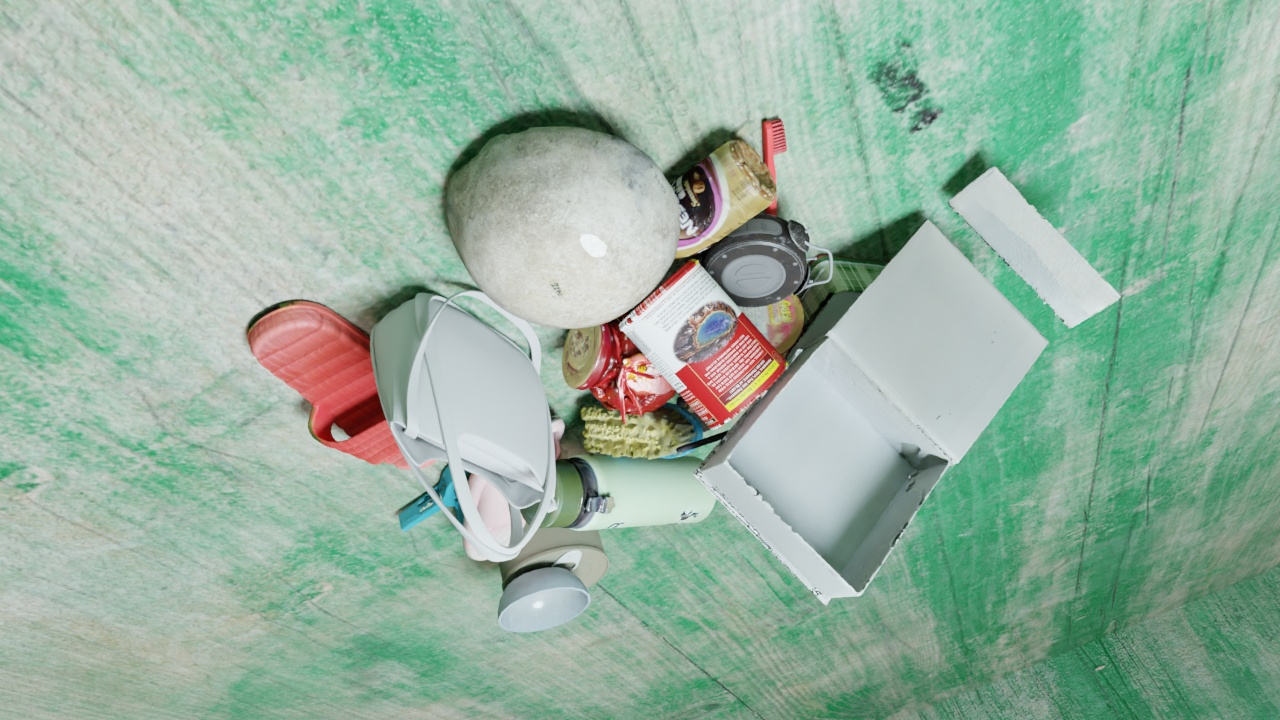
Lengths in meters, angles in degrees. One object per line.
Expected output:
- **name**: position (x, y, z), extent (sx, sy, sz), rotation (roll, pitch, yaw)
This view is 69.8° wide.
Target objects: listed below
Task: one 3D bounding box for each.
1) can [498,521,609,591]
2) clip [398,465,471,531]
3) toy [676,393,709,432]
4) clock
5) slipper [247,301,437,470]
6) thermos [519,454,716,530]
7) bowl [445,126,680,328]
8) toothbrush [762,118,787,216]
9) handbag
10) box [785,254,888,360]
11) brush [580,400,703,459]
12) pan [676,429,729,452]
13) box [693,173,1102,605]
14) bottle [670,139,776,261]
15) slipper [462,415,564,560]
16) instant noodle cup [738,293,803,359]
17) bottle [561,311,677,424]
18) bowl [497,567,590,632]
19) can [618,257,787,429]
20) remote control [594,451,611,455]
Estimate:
- **can**: position (-0.108, 0.226, 1.092), extent (0.127, 0.073, 0.128), rotation (-13, 143, -10)
- **clip**: position (-0.208, 0.142, 0.977), extent (0.102, 0.027, 0.120), rotation (8, 134, -42)
- **toy**: position (0.063, 0.036, 0.941), extent (0.100, 0.063, 0.076), rotation (16, 96, -58)
- **clock**: position (0.103, -0.089, 0.798), extent (0.123, 0.043, 0.091), rotation (-4, 143, 9)
- **slipper**: position (-0.241, 0.040, 0.804), extent (0.103, 0.059, 0.249), rotation (-24, 142, 6)
- **thermos**: position (-0.020, 0.137, 0.950), extent (0.231, 0.082, 0.083), rotation (7, 136, -46)
- **bowl**: position (-0.059, -0.078, 0.679), extent (0.178, 0.081, 0.179), rotation (1, 141, 1)
- **toothbrush**: position (0.119, -0.125, 0.799), extent (0.018, 0.012, 0.213), rotation (-18, 144, -3)
- **handbag**: position (-0.122, 0.063, 0.750), extent (0.096, 0.222, 0.215), rotation (-33, 142, 18)
- **box**: position (0.239, -0.045, 0.930), extent (0.205, 0.051, 0.118), rotation (1, 141, -26)
- **brush**: position (0.010, 0.067, 0.906), extent (0.136, 0.055, 0.075), rotation (1, -175, 43)
- **pan**: position (0.156, 0.047, 0.908), extent (0.355, 0.021, 0.199), rotation (-12, 177, -44)
- **box**: position (0.229, 0.023, 0.810), extent (0.367, 0.166, 0.099), rotation (-46, -176, -18)
- **bottle**: position (0.028, -0.109, 0.741), extent (0.166, 0.059, 0.059), rotation (-33, 143, 28)
- **slipper**: position (-0.135, 0.141, 0.960), extent (0.106, 0.055, 0.222), rotation (-23, 149, -41)
- **instant noodle cup**: position (0.100, -0.014, 0.872), extent (0.097, 0.097, 0.109), rotation (-16, 151, -6)
- **bottle**: position (-0.005, 0.005, 0.834), extent (0.111, 0.098, 0.099), rotation (14, 132, -31)
- **bowl**: position (-0.113, 0.267, 1.045), extent (0.106, 0.039, 0.106), rotation (-13, 143, -10)
- **can**: position (0.051, -0.014, 0.761), extent (0.086, 0.116, 0.086), rotation (-42, -178, 1)
- **remote control**: position (-0.023, 0.130, 1.046), extent (0.060, 0.028, 0.114), rotation (-15, 141, -10)
